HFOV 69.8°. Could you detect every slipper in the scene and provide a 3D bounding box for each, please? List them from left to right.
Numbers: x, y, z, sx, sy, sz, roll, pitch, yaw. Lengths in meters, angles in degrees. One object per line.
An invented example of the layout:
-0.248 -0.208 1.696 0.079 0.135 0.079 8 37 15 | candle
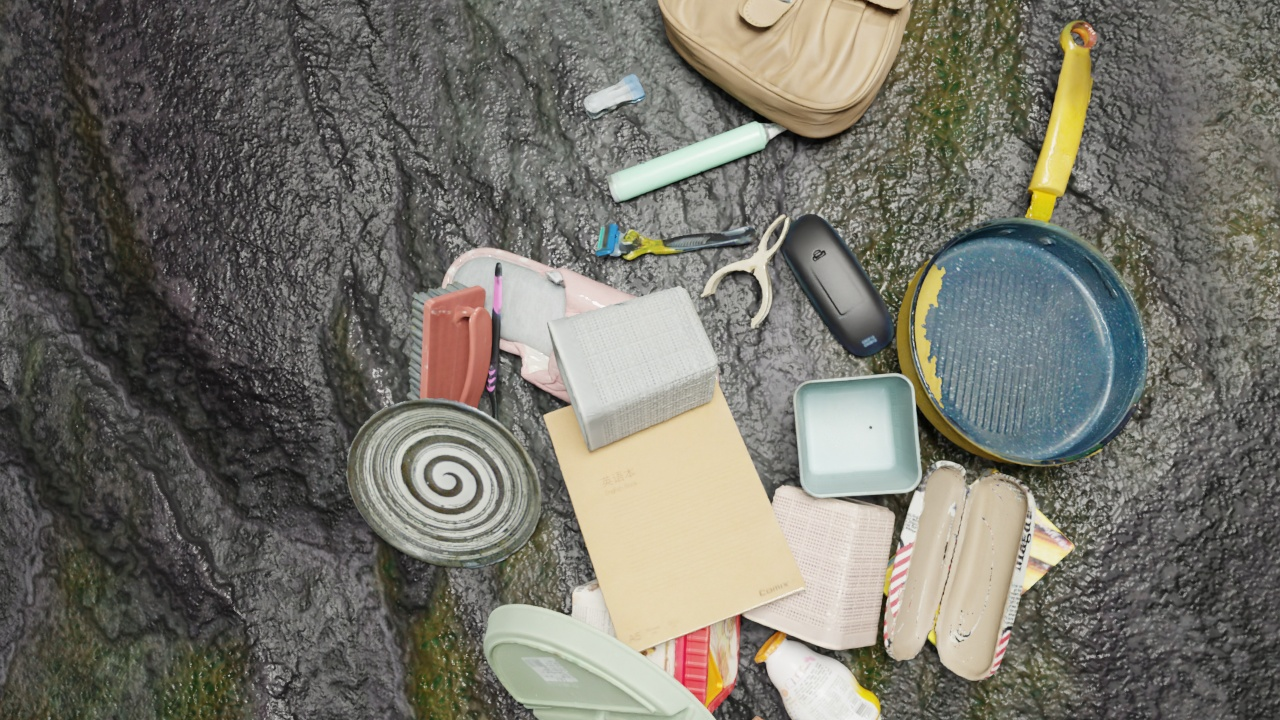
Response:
-0.058 -0.023 0.817 0.274 0.054 0.114 26 93 10 | slipper

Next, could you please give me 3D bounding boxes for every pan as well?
0.317 -0.094 0.727 0.197 0.078 0.357 12 77 -7 | pan

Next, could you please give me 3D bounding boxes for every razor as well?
0.033 -0.106 0.820 0.143 0.022 0.042 -3 44 7 | razor

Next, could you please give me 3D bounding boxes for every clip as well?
-0.025 -0.240 0.833 0.057 0.028 0.024 -23 86 -1 | clip
0.089 -0.078 0.798 0.098 0.035 0.099 3 97 15 | clip

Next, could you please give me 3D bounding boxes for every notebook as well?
0.022 0.112 0.739 0.149 0.012 0.211 -20 65 -3 | notebook

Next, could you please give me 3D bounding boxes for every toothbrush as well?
-0.133 0.004 0.816 0.014 0.017 0.189 24 118 39 | toothbrush
0.077 -0.189 0.811 0.225 0.027 0.026 -19 90 10 | toothbrush

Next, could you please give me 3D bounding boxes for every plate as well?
-0.174 0.110 0.825 0.179 0.024 0.180 3 115 7 | plate
-0.033 0.278 0.737 0.230 0.231 0.027 29 53 10 | plate

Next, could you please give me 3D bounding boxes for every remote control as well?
0.169 -0.066 0.792 0.053 0.024 0.136 -33 83 10 | remote control

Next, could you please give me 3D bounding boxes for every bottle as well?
0.147 0.276 0.768 0.108 0.063 0.063 43 96 8 | bottle

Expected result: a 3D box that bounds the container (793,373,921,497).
0.172 0.058 0.745 0.090 0.111 0.090 -5 88 9 | container

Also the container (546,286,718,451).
-0.004 0.004 0.734 0.114 0.090 0.090 -19 67 -7 | container

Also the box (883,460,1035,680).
0.249 0.163 0.713 0.086 0.075 0.162 11 88 43 | box

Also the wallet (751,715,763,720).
0.102 0.384 0.793 0.119 0.035 0.131 32 94 3 | wallet

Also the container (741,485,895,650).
0.148 0.165 0.749 0.090 0.089 0.111 11 87 39 | container

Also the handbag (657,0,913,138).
0.118 -0.289 0.764 0.204 0.100 0.147 37 86 13 | handbag

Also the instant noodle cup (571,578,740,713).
0.012 0.231 0.776 0.124 0.116 0.116 2 89 22 | instant noodle cup

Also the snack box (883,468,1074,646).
0.274 0.168 0.764 0.140 0.033 0.087 -45 81 8 | snack box

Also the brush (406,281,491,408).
-0.166 0.007 0.812 0.069 0.063 0.146 30 123 29 | brush
